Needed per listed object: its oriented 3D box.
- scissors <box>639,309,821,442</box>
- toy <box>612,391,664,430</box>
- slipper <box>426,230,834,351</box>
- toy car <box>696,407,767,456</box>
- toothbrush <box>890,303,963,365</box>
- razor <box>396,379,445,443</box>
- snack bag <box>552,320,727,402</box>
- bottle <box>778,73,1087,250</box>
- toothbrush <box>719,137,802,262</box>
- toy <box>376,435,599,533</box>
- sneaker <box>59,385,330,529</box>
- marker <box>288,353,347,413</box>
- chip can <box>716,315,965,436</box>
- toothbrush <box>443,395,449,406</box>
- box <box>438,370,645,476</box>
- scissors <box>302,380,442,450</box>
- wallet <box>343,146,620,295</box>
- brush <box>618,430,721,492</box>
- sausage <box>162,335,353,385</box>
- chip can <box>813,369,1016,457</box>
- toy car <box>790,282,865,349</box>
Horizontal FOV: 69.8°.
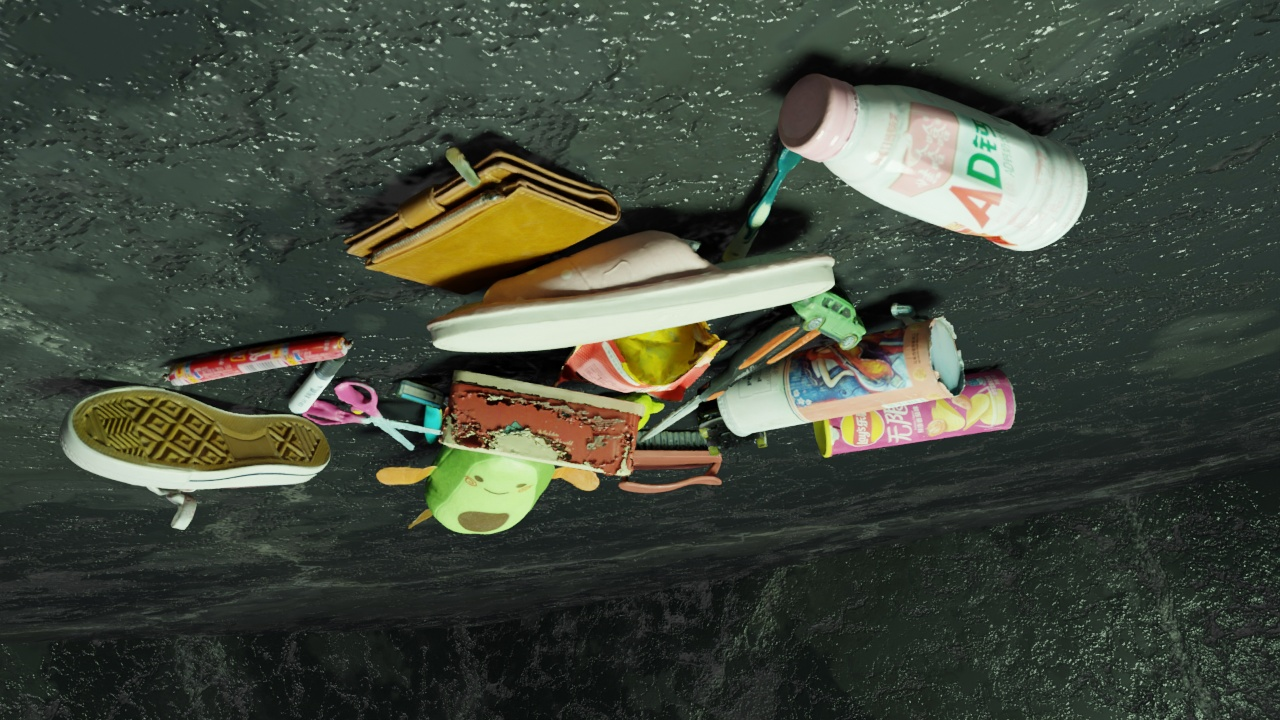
[{"bbox_3d":[0.063,0.018,0.818,0.235,0.021,0.136,-32,164,16],"label":"scissors"},{"bbox_3d":[-0.022,0.060,0.967,0.096,0.031,0.100,-9,160,-2],"label":"toy"},{"bbox_3d":[-0.006,-0.049,0.612,0.274,0.054,0.114,-9,173,-2],"label":"slipper"},{"bbox_3d":[0.104,0.074,1.039,0.070,0.042,0.158,-11,162,7],"label":"toy car"},{"bbox_3d":[0.270,-0.020,0.866,0.027,0.026,0.224,2,168,31],"label":"toothbrush"},{"bbox_3d":[-0.201,0.050,0.870,0.043,0.028,0.133,15,155,-1],"label":"razor"},{"bbox_3d":[-0.005,0.005,0.778,0.128,0.073,0.208,2,167,-9],"label":"snack bag"},{"bbox_3d":[0.163,-0.112,0.509,0.196,0.068,0.068,10,154,-31],"label":"bottle"},{"bbox_3d":[0.074,-0.095,0.593,0.016,0.018,0.192,-5,163,-10],"label":"toothbrush"},{"bbox_3d":[-0.155,0.122,0.945,0.226,0.089,0.247,1,149,-20],"label":"toy"},{"bbox_3d":[-0.385,0.086,0.794,0.088,0.118,0.240,-38,156,19],"label":"sneaker"},{"bbox_3d":[-0.273,0.017,0.767,0.022,0.018,0.131,30,145,-21],"label":"marker"},{"bbox_3d":[0.176,0.018,0.828,0.215,0.071,0.071,-14,161,38],"label":"chip can"},{"bbox_3d":[-0.158,0.063,0.947,0.016,0.018,0.181,-13,158,14],"label":"toothbrush"},{"bbox_3d":[-0.087,0.065,0.803,0.168,0.079,0.091,10,171,-3],"label":"box"},{"bbox_3d":[-0.252,0.055,0.846,0.125,0.017,0.133,-8,147,16],"label":"scissors"},{"bbox_3d":[-0.097,-0.077,0.541,0.131,0.035,0.119,-20,159,31],"label":"wallet"},{"bbox_3d":[0.035,0.124,1.111,0.145,0.069,0.063,3,159,-28],"label":"brush"},{"bbox_3d":[-0.295,-0.001,0.704,0.156,0.020,0.020,-10,161,5],"label":"sausage"},{"bbox_3d":[0.305,0.058,1.033,0.210,0.071,0.071,-9,161,0],"label":"chip can"},{"bbox_3d":[0.148,-0.041,0.727,0.036,0.043,0.091,-43,139,21],"label":"toy car"}]
